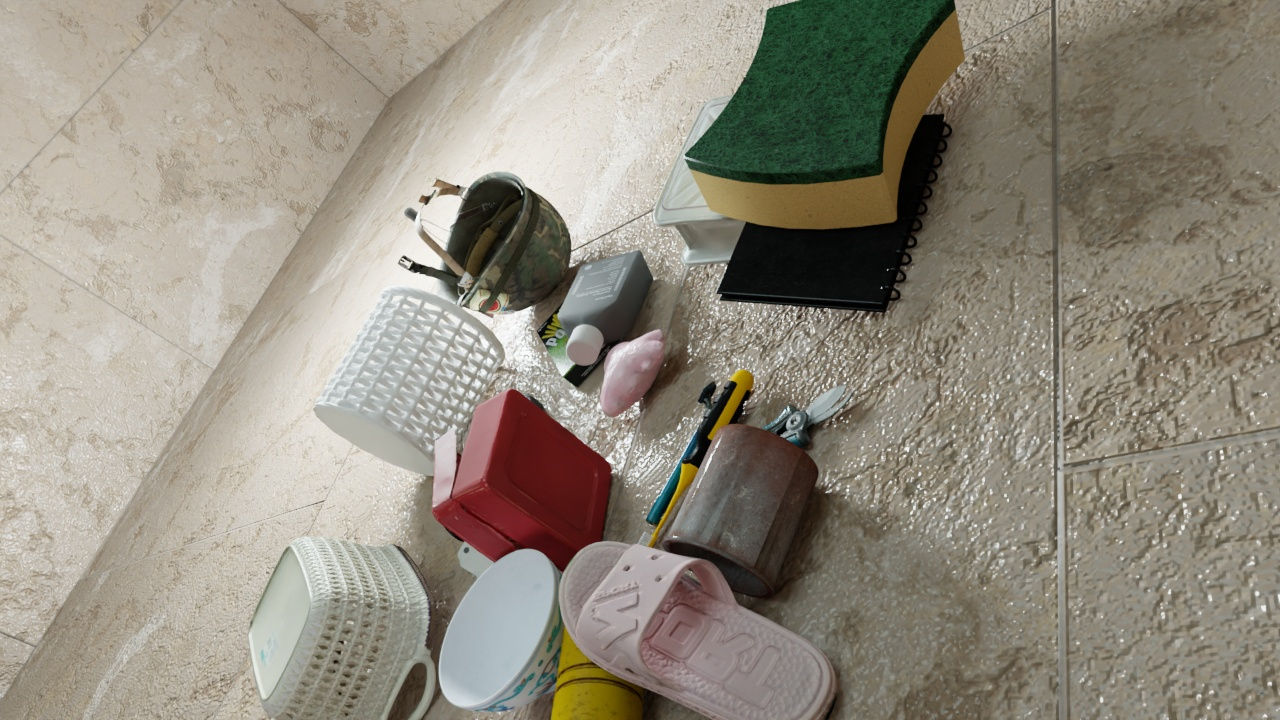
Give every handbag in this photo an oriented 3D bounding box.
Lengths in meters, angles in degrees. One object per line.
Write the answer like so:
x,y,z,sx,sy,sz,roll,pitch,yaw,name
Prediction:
0.117,-0.201,1.014,0.142,0.096,0.198,3,56,35,handbag

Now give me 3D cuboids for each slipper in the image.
0.025,0.187,0.651,0.240,0.064,0.094,18,54,39,slipper

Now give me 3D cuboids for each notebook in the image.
0.187,-0.146,0.871,0.169,0.019,0.230,7,59,32,notebook

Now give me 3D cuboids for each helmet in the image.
-0.221,-0.158,1.274,0.225,0.236,0.192,-31,49,23,helmet

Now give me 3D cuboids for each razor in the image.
0.042,0.089,0.856,0.042,0.022,0.143,99,-164,-73,razor

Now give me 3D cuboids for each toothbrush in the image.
0.050,0.094,0.832,0.196,0.031,0.031,-59,5,-8,toothbrush

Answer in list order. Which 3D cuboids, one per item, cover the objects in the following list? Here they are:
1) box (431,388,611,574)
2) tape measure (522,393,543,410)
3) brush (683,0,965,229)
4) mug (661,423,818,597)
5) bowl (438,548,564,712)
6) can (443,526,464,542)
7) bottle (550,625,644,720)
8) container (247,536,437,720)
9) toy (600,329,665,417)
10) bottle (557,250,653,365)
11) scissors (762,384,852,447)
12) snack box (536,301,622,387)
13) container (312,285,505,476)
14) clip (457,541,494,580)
-0.109,0.125,0.883,0.117,0.157,0.135,-34,34,17,box
-0.151,0.068,1.122,0.066,0.036,0.058,-3,53,53,tape measure
0.180,-0.246,0.887,0.195,0.075,0.249,10,61,35,brush
0.076,0.120,0.719,0.110,0.096,0.123,-57,0,-23,mug
-0.101,0.248,0.809,0.144,0.074,0.143,-34,33,26,bowl
-0.164,0.143,1.036,0.138,0.054,0.054,-46,30,7,can
-0.030,0.245,0.721,0.071,0.071,0.163,-30,35,31,bottle
-0.324,0.295,0.989,0.252,0.143,0.184,24,89,60,container
-0.006,0.006,0.978,0.096,0.052,0.099,-43,25,27,toy
-0.047,-0.058,1.065,0.084,0.046,0.173,-12,32,23,bottle
0.112,0.069,0.783,0.151,0.019,0.130,0,56,55,scissors
-0.080,-0.032,1.151,0.080,0.025,0.147,-47,30,5,snack box
-0.305,0.029,1.223,0.190,0.189,0.186,-6,52,51,container
-0.166,0.219,0.991,0.054,0.040,0.101,20,71,38,clip
